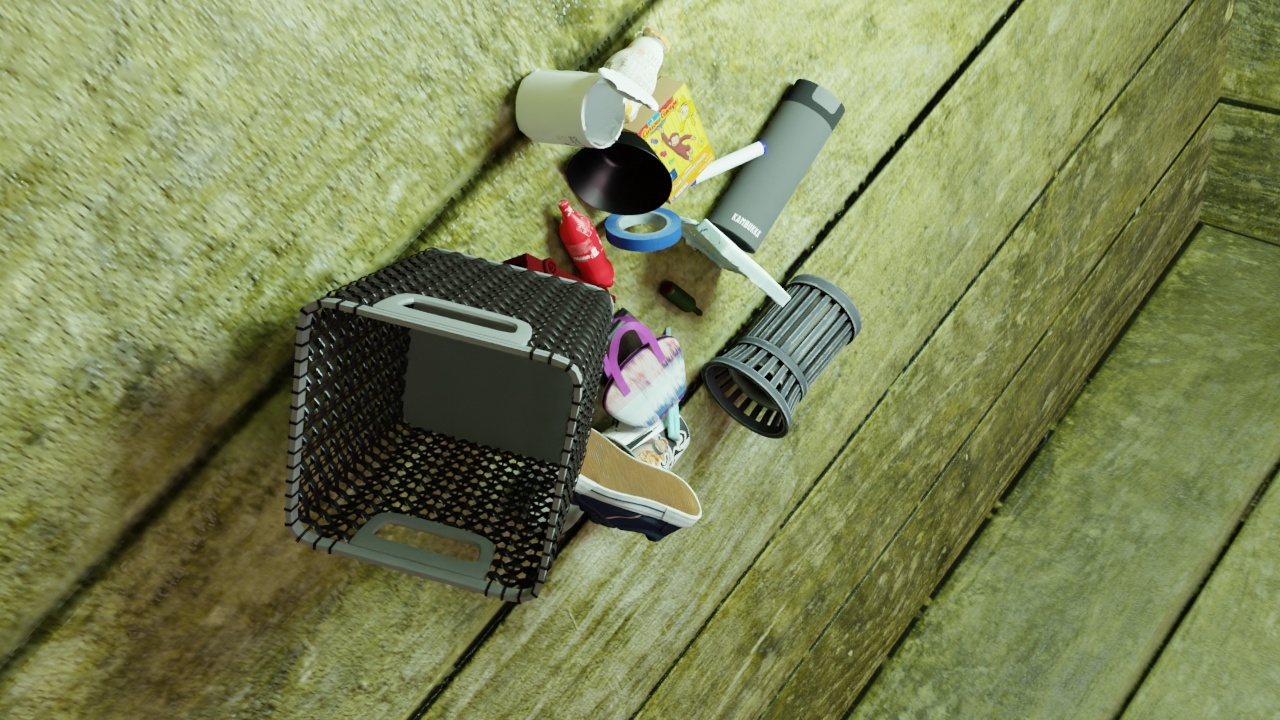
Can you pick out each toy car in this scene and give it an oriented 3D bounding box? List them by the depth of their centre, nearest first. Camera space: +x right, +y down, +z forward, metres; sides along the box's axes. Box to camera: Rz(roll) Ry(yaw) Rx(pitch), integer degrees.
[{"bbox_3d":[-0.100,-0.072,1.094,0.169,0.070,0.061,22,60,-52],"label":"toy car"}]

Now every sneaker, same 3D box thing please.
[{"bbox_3d":[-0.061,0.166,1.170,0.127,0.120,0.294,-41,130,21],"label":"sneaker"}]

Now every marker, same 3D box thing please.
[{"bbox_3d":[0.105,-0.260,1.225,0.141,0.020,0.020,-27,134,-18],"label":"marker"}]

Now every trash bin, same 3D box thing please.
[{"bbox_3d":[0.231,-0.015,1.452,0.227,0.164,0.164,-47,141,-21],"label":"trash bin"}]

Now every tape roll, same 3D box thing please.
[{"bbox_3d":[0.003,-0.164,1.141,0.091,0.093,0.016,-35,137,-36],"label":"tape roll"}]

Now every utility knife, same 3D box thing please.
[{"bbox_3d":[0.046,0.031,1.316,0.022,0.015,0.168,12,71,-46],"label":"utility knife"}]

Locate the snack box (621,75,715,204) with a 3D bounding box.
[{"bbox_3d":[0.033,-0.272,1.144,0.088,0.040,0.126,-49,142,-13],"label":"snack box"}]

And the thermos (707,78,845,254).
[{"bbox_3d":[0.190,-0.273,1.287,0.240,0.082,0.082,-57,143,-2],"label":"thermos"}]

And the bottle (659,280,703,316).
[{"bbox_3d":[0.063,-0.085,1.319,0.106,0.025,0.025,31,90,-53],"label":"bottle"}]

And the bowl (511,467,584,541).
[{"bbox_3d":[-0.128,0.182,1.258,0.115,0.059,0.116,-28,133,-34],"label":"bowl"}]

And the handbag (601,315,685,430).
[{"bbox_3d":[-0.007,0.007,1.231,0.144,0.068,0.170,-43,141,-14],"label":"handbag"}]

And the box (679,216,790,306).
[{"bbox_3d":[0.120,-0.144,1.250,0.043,0.136,0.197,-55,143,3],"label":"box"}]

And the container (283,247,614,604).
[{"bbox_3d":[-0.168,0.042,0.901,0.243,0.247,0.246,-67,171,-67],"label":"container"}]

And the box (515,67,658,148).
[{"bbox_3d":[-0.052,-0.267,0.957,0.081,0.161,0.092,17,90,-57],"label":"box"}]

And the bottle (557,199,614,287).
[{"bbox_3d":[-0.069,-0.141,1.117,0.041,0.042,0.142,-46,140,-17],"label":"bottle"}]

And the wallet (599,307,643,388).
[{"bbox_3d":[-0.025,-0.005,1.273,0.099,0.031,0.120,-50,143,-6],"label":"wallet"}]

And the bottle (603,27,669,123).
[{"bbox_3d":[-0.010,-0.324,1.042,0.109,0.063,0.063,-56,143,-5],"label":"bottle"}]

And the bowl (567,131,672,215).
[{"bbox_3d":[-0.021,-0.231,1.081,0.124,0.124,0.052,54,38,-50],"label":"bowl"}]

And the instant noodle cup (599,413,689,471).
[{"bbox_3d":[0.002,0.128,1.330,0.121,0.124,0.124,-39,139,-38],"label":"instant noodle cup"}]

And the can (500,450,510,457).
[{"bbox_3d":[-0.157,0.035,1.116,0.100,0.072,0.131,-40,139,-27],"label":"can"}]
